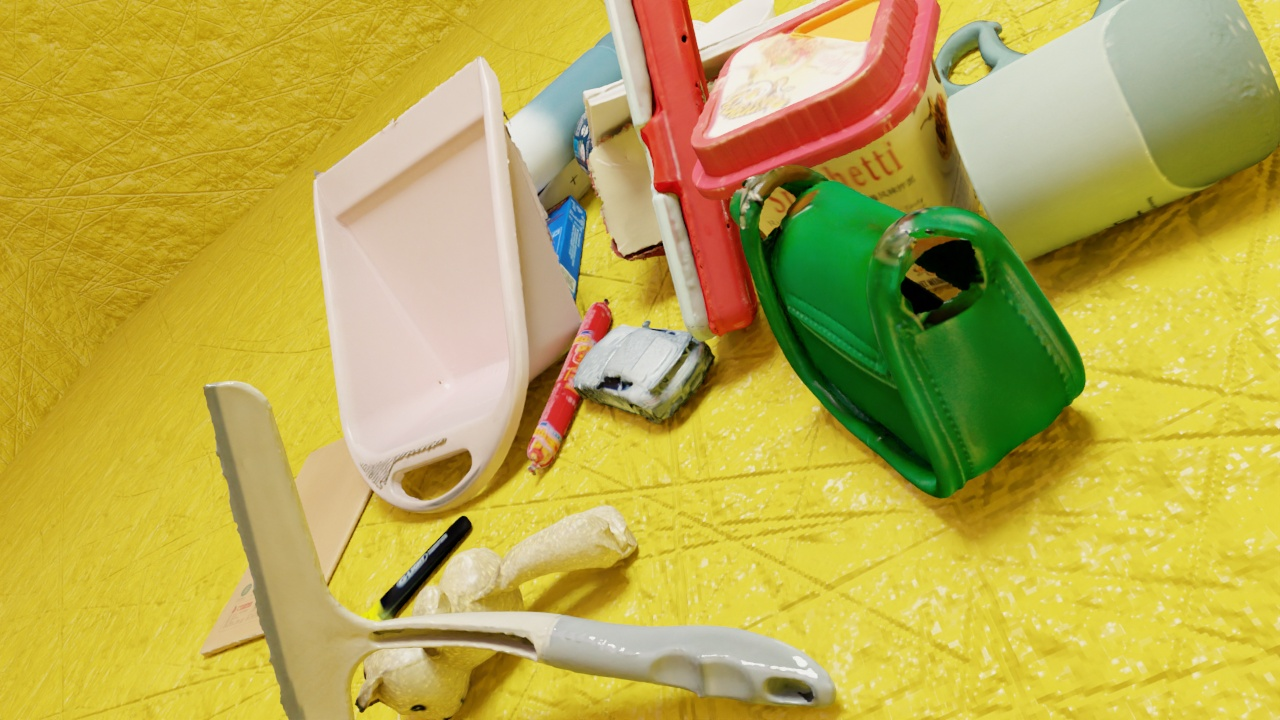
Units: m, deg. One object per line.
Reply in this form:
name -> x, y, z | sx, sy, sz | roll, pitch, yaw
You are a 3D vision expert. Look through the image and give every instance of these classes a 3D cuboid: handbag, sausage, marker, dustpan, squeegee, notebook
handbag -> 0.096, -0.018, 0.363 | 0.068, 0.120, 0.131 | -39, 28, -1
sausage -> -0.045, 0.013, 0.613 | 0.020, 0.020, 0.155 | -20, 37, 38
marker -> -0.152, 0.145, 0.576 | 0.124, 0.015, 0.018 | -47, 31, -9
dustpan -> -0.161, -0.042, 0.648 | 0.223, 0.273, 0.138 | -23, 9, 38
squeegee -> -0.043, 0.118, 0.378 | 0.247, 0.246, 0.039 | -3, 15, 19
notebook -> -0.271, 0.136, 0.753 | 0.148, 0.008, 0.207 | -24, 34, 32
notebook -> 0.062, -0.193, 0.621 | 0.209, 0.012, 0.150 | -23, -1, -1

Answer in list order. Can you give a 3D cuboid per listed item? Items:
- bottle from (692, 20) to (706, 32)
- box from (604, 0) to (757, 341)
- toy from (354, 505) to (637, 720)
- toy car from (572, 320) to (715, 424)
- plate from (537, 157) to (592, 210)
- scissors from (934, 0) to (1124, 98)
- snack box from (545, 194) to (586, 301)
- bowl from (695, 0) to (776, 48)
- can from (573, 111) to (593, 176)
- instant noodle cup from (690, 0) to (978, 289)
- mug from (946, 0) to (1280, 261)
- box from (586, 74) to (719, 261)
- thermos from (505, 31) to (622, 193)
bottle -> 0.038, -0.254, 0.817 | 0.063, 0.063, 0.108 | -19, 36, 39
box -> 0.022, -0.112, 0.510 | 0.048, 0.201, 0.087 | -13, 7, 12
toy -> -0.073, 0.124, 0.464 | 0.157, 0.066, 0.105 | -36, -4, 7
toy car -> -0.003, 0.003, 0.555 | 0.054, 0.037, 0.121 | -53, 26, -15
plate -> -0.113, -0.177, 0.933 | 0.205, 0.045, 0.204 | -32, 31, 22
scissors -> 0.244, -0.185, 0.504 | 0.178, 0.019, 0.173 | -37, 27, 11
snack box -> -0.090, -0.076, 0.783 | 0.085, 0.026, 0.156 | -31, 30, 22
bowl -> 0.073, -0.228, 0.734 | 0.118, 0.065, 0.118 | -32, 28, 19
can -> -0.008, -0.173, 0.756 | 0.075, 0.075, 0.111 | -43, 28, 2
instant noodle cup -> 0.104, -0.098, 0.451 | 0.117, 0.124, 0.116 | -14, 40, 38
mug -> 0.202, -0.103, 0.394 | 0.107, 0.082, 0.111 | -26, 2, 31
box -> 0.047, -0.128, 0.581 | 0.169, 0.091, 0.079 | -19, -4, 38
thermos -> -0.066, -0.219, 0.826 | 0.220, 0.070, 0.070 | -49, 28, -24
